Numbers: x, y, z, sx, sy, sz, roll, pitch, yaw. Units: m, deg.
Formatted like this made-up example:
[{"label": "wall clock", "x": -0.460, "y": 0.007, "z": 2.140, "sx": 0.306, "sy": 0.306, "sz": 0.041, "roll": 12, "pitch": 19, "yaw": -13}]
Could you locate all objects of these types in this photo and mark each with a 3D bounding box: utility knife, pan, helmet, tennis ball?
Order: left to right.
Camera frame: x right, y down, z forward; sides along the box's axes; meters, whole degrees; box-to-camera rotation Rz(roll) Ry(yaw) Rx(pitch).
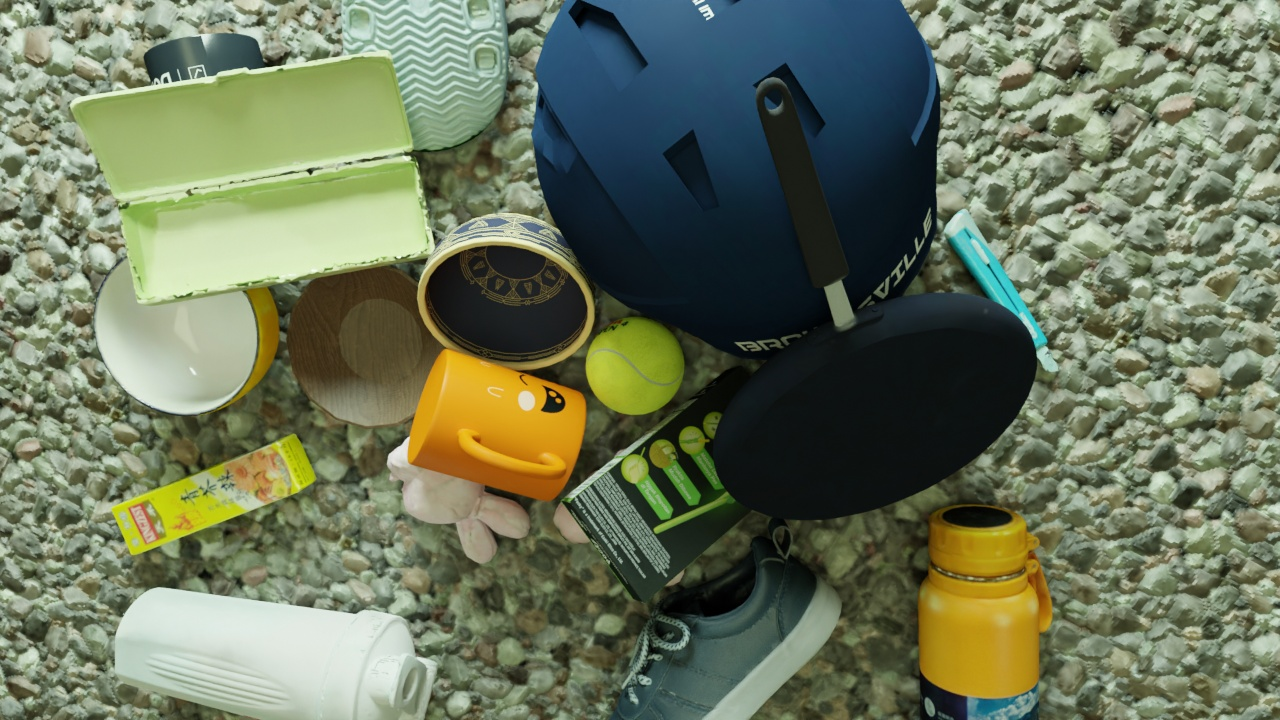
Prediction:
[{"label": "tennis ball", "x": -0.004, "y": 0.004, "z": 0.609, "sx": 0.065, "sy": 0.065, "sz": 0.065, "roll": 1, "pitch": 100, "yaw": 6}, {"label": "helmet", "x": 0.040, "y": -0.145, "z": 0.525, "sx": 0.232, "sy": 0.223, "sz": 0.272, "roll": -35, "pitch": 58, "yaw": 11}, {"label": "pan", "x": 0.113, "y": -0.006, "z": 0.486, "sx": 0.199, "sy": 0.021, "sz": 0.356, "roll": -24, "pitch": 139, "yaw": 8}, {"label": "utility knife", "x": 0.238, "y": -0.043, "z": 0.600, "sx": 0.022, "sy": 0.015, "sz": 0.123, "roll": -39, "pitch": 96, "yaw": -15}]

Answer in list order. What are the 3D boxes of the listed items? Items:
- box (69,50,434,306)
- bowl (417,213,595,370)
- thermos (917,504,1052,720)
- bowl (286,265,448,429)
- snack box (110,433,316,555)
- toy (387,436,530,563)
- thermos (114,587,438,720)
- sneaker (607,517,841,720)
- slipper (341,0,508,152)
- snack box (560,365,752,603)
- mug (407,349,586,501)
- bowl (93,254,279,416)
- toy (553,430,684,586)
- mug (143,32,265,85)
[{"label": "box", "x": -0.233, "y": -0.113, "z": 0.574, "sx": 0.187, "sy": 0.047, "sz": 0.141, "roll": -13, "pitch": 114, "yaw": -8}, {"label": "bowl", "x": -0.085, "y": -0.054, "z": 0.604, "sx": 0.112, "sy": 0.061, "sz": 0.113, "roll": 1, "pitch": 136, "yaw": 1}, {"label": "thermos", "x": 0.231, "y": 0.214, "z": 0.621, "sx": 0.076, "sy": 0.091, "sz": 0.233, "roll": 3, "pitch": 102, "yaw": 38}, {"label": "bowl", "x": -0.186, "y": -0.012, "z": 0.645, "sx": 0.118, "sy": 0.030, "sz": 0.118, "roll": 1, "pitch": 100, "yaw": 6}, {"label": "snack box", "x": -0.316, "y": 0.099, "z": 0.679, "sx": 0.148, "sy": 0.029, "sz": 0.040, "roll": -21, "pitch": 96, "yaw": 9}, {"label": "toy", "x": -0.130, "y": 0.095, "z": 0.650, "sx": 0.064, "sy": 0.047, "sz": 0.110, "roll": -37, "pitch": 103, "yaw": 18}, {"label": "thermos", "x": -0.262, "y": 0.218, "z": 0.669, "sx": 0.220, "sy": 0.099, "sz": 0.099, "roll": 8, "pitch": 100, "yaw": 11}, {"label": "sneaker", "x": 0.032, "y": 0.209, "z": 0.632, "sx": 0.236, "sy": 0.089, "sz": 0.087, "roll": -45, "pitch": 96, "yaw": 6}, {"label": "slipper", "x": -0.134, "y": -0.254, "z": 0.572, "sx": 0.104, "sy": 0.074, "sz": 0.246, "roll": 1, "pitch": 117, "yaw": 3}, {"label": "snack box", "x": 0.031, "y": 0.079, "z": 0.603, "sx": 0.147, "sy": 0.025, "sz": 0.080, "roll": -37, "pitch": 95, "yaw": -19}, {"label": "mug", "x": -0.090, "y": 0.049, "z": 0.589, "sx": 0.096, "sy": 0.112, "sz": 0.078, "roll": 19, "pitch": 101, "yaw": -20}, {"label": "bowl", "x": -0.303, "y": -0.025, "z": 0.637, "sx": 0.117, "sy": 0.067, "sz": 0.117, "roll": 1, "pitch": 100, "yaw": 6}, {"label": "toy", "x": 0.001, "y": 0.097, "z": 0.633, "sx": 0.099, "sy": 0.053, "sz": 0.096, "roll": 28, "pitch": 89, "yaw": -5}, {"label": "mug", "x": -0.293, "y": -0.165, "z": 0.617, "sx": 0.105, "sy": 0.071, "sz": 0.077, "roll": -8, "pitch": 100, "yaw": 35}]
